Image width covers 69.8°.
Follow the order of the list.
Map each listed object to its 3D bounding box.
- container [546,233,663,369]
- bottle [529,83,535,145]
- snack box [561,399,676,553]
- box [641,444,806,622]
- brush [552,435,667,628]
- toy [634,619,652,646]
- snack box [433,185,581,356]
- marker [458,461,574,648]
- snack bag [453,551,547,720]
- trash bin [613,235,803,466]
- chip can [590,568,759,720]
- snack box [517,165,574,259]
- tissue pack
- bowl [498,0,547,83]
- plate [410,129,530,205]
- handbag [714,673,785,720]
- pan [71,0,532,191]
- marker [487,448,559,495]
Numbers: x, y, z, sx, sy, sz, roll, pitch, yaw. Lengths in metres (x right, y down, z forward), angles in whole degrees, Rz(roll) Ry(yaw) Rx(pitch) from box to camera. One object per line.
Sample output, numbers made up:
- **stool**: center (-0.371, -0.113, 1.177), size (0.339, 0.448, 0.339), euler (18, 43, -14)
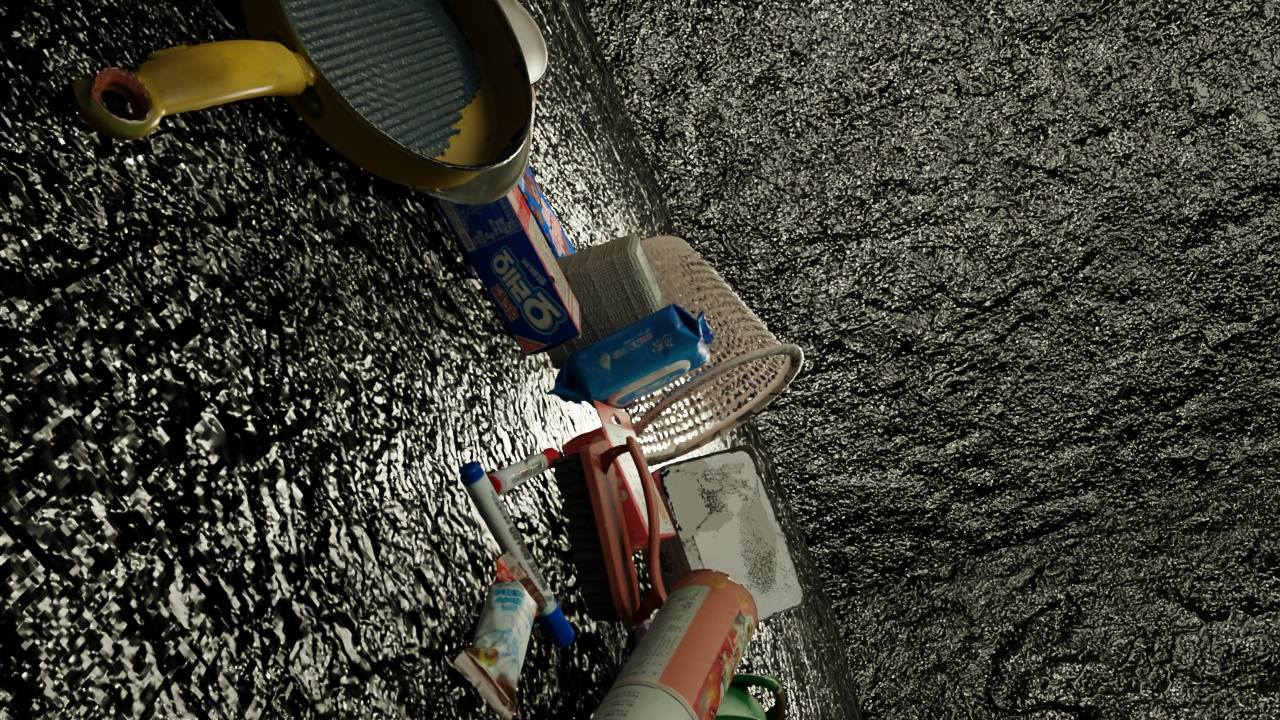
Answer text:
- **container**: center (-0.043, -0.061, 0.886), size (0.090, 0.114, 0.090), euler (-83, 150, -68)
- **bottle**: center (-0.134, -0.233, 0.904), size (0.174, 0.057, 0.057), euler (-97, 163, -55)
- **snack box**: center (-0.021, 0.106, 0.812), size (0.127, 0.044, 0.113), euler (67, 9, 14)
- **box**: center (0.053, 0.201, 0.983), size (0.156, 0.193, 0.183), euler (-8, 74, -37)
- **brush**: center (-0.018, 0.134, 0.711), size (0.063, 0.069, 0.146), euler (-1, 78, -78)
- **toy**: center (0.025, 0.274, 0.794), size (0.084, 0.039, 0.108), euler (113, -47, -83)
- **snack box**: center (-0.114, -0.102, 0.751), size (0.058, 0.057, 0.207), euler (-98, 164, -59)
- **marker**: center (-0.079, 0.127, 0.591), size (0.016, 0.017, 0.146), euler (-87, 155, -66)
- **snack bag**: center (-0.077, 0.154, 0.520), size (0.048, 0.026, 0.104), euler (55, 13, -12)
- **trash bin**: center (0.034, -0.020, 1.010), size (0.192, 0.227, 0.227), euler (60, 6, 21)
- **chip can**: center (0.017, 0.217, 0.594), size (0.071, 0.071, 0.214), euler (68, 27, -10)
- **snack box**: center (-0.106, -0.141, 0.962), size (0.084, 0.026, 0.157), euler (-100, 165, -50)
- **tissue pack**: center (-0.005, 0.005, 0.843), size (0.052, 0.157, 0.095), euler (65, 5, 14)
- **bowl**: center (-0.153, -0.285, 0.850), size (0.064, 0.118, 0.118), euler (-59, 142, -25)
- **plate**: center (-0.142, -0.194, 0.646), size (0.179, 0.024, 0.179), euler (24, 55, -39)
- **handbag**: center (0.048, 0.274, 0.679), size (0.131, 0.120, 0.068), euler (25, 51, -79)
- **pan**: center (-0.168, -0.169, 0.503), size (0.198, 0.078, 0.356), euler (56, 36, -14)
- **marker**: center (-0.084, 0.079, 0.661), size (0.145, 0.017, 0.017), euler (-7, 77, -80)
